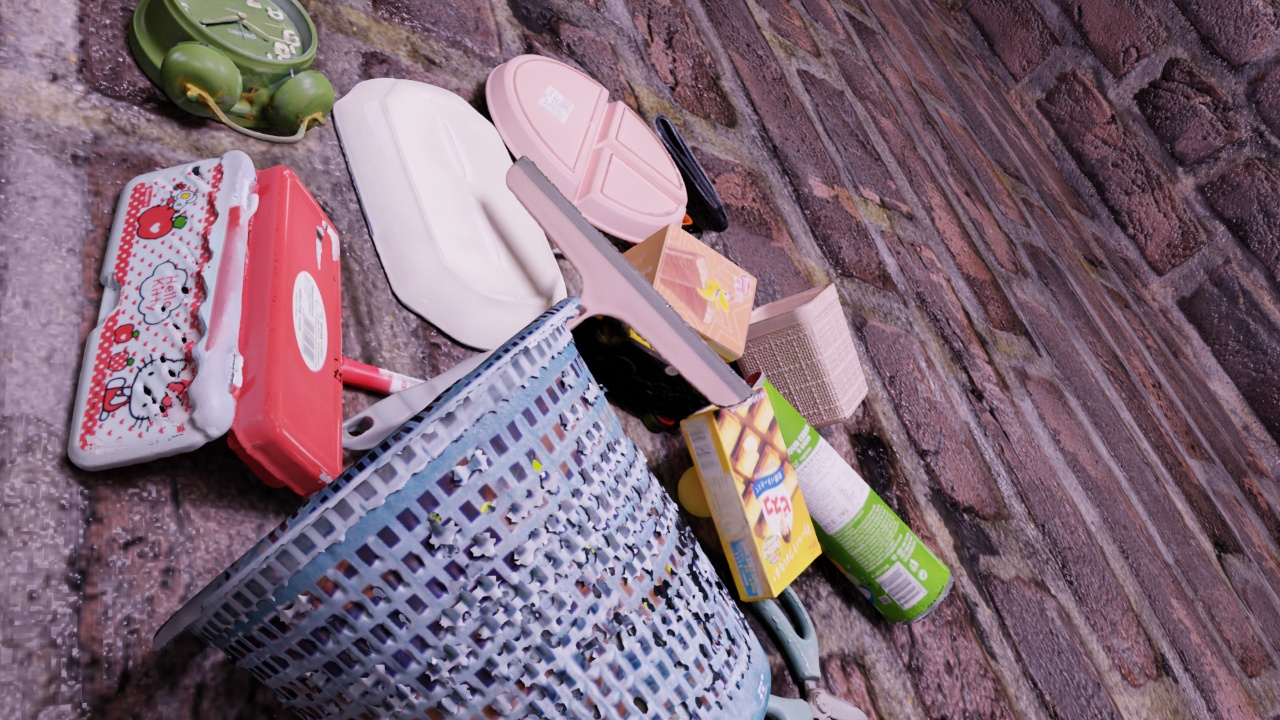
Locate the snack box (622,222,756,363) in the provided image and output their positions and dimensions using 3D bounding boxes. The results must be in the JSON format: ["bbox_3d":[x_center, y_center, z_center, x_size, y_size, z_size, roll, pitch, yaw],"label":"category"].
[{"bbox_3d":[0.025,-0.042,0.741,0.094,0.093,0.076,29,58,-26],"label":"snack box"}]

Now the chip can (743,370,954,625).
[{"bbox_3d":[0.155,0.116,0.766,0.236,0.072,0.072,46,35,-4],"label":"chip can"}]

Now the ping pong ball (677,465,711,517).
[{"bbox_3d":[0.048,0.098,0.695,0.040,0.040,0.040,28,40,-27],"label":"ping pong ball"}]

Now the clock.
[{"bbox_3d":[-0.275,-0.208,0.626,0.116,0.056,0.161,-2,59,-47],"label":"clock"}]

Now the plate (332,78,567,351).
[{"bbox_3d":[-0.139,-0.124,0.712,0.161,0.034,0.265,3,55,-46],"label":"plate"}]

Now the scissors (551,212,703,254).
[{"bbox_3d":[0.003,-0.099,0.857,0.221,0.022,0.233,49,35,9],"label":"scissors"}]

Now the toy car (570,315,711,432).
[{"bbox_3d":[-0.004,0.004,0.702,0.155,0.071,0.041,28,41,-25],"label":"toy car"}]

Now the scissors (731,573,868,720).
[{"bbox_3d":[0.093,0.225,0.643,0.180,0.019,0.170,-9,65,-52],"label":"scissors"}]

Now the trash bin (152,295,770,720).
[{"bbox_3d":[-0.057,0.115,0.415,0.195,0.227,0.225,51,35,-5],"label":"trash bin"}]

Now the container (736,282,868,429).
[{"bbox_3d":[0.146,0.002,0.836,0.089,0.090,0.111,-35,103,-56],"label":"container"}]

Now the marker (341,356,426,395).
[{"bbox_3d":[-0.130,0.024,0.596,0.145,0.017,0.017,19,44,-36],"label":"marker"}]

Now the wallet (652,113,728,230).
[{"bbox_3d":[0.056,-0.198,0.974,0.121,0.019,0.097,58,7,10],"label":"wallet"}]

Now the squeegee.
[{"bbox_3d":[-0.092,-0.002,0.596,0.248,0.040,0.247,-33,74,-36],"label":"squeegee"}]

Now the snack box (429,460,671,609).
[{"bbox_3d":[-0.063,0.108,0.547,0.156,0.026,0.085,37,37,4],"label":"snack box"}]

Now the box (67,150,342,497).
[{"bbox_3d":[-0.232,-0.019,0.508,0.102,0.100,0.201,68,7,-54],"label":"box"}]

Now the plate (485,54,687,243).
[{"bbox_3d":[-0.042,-0.204,0.864,0.229,0.028,0.229,30,36,-25],"label":"plate"}]

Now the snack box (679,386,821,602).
[{"bbox_3d":[0.083,0.096,0.679,0.086,0.034,0.140,-19,92,-55],"label":"snack box"}]
